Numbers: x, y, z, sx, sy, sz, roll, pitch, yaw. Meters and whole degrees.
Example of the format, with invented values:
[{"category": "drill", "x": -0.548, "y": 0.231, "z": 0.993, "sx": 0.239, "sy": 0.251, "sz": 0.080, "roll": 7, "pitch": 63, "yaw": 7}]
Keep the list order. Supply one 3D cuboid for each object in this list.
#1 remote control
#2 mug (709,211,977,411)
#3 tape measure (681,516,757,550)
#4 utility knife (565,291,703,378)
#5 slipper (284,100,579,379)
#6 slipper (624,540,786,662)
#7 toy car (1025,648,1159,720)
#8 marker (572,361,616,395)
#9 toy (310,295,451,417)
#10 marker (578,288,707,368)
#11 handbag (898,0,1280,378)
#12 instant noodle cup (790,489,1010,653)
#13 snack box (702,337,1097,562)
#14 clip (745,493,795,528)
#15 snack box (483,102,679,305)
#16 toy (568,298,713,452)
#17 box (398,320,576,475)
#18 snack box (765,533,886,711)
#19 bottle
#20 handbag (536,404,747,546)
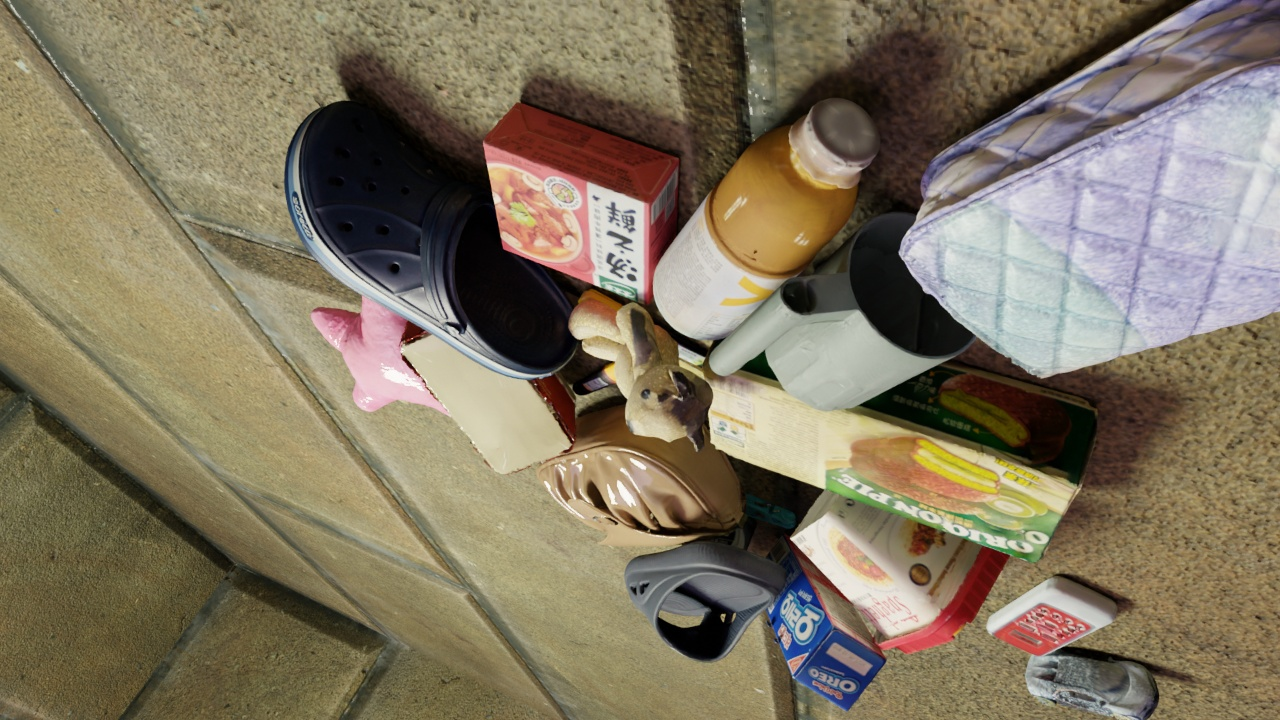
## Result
[{"category": "remote control", "x": 0.340, "y": 0.216, "z": 0.767, "sx": 0.056, "sy": 0.020, "sz": 0.136, "roll": 26, "pitch": 151, "yaw": 9}, {"category": "mug", "x": 0.109, "y": -0.021, "z": 0.510, "sx": 0.123, "sy": 0.083, "sz": 0.104, "roll": -7, "pitch": 163, "yaw": -21}, {"category": "tape measure", "x": 0.073, "y": 0.172, "z": 0.892, "sx": 0.066, "sy": 0.065, "sz": 0.034, "roll": 24, "pitch": 155, "yaw": 10}, {"category": "utility knife", "x": 0.006, "y": -0.012, "z": 0.721, "sx": 0.151, "sy": 0.018, "sz": 0.031, "roll": 25, "pitch": 157, "yaw": -1}, {"category": "slipper", "x": -0.138, "y": -0.077, "z": 0.650, "sx": 0.253, "sy": 0.104, "sz": 0.095, "roll": 43, "pitch": 148, "yaw": -22}, {"category": "slipper", "x": 0.046, "y": 0.227, "z": 0.846, "sx": 0.110, "sy": 0.083, "sz": 0.269, "roll": 21, "pitch": 156, "yaw": -8}, {"category": "toy car", "x": 0.387, "y": 0.277, "z": 0.791, "sx": 0.106, "sy": 0.048, "sz": 0.031, "roll": -1, "pitch": 142, "yaw": 42}, {"category": "marker", "x": -0.030, "y": 0.014, "z": 0.791, "sx": 0.018, "sy": 0.015, "sz": 0.124, "roll": 40, "pitch": 153, "yaw": -14}, {"category": "toy", "x": -0.212, "y": -0.013, "z": 0.854, "sx": 0.195, "sy": 0.074, "sz": 0.179, "roll": 5, "pitch": 129, "yaw": 20}, {"category": "marker", "x": 0.010, "y": -0.021, "z": 0.699, "sx": 0.124, "sy": 0.015, "sz": 0.018, "roll": 27, "pitch": 145, "yaw": -1}, {"category": "handbag", "x": 0.217, "y": -0.064, "z": 0.380, "sx": 0.134, "sy": 0.075, "sz": 0.194, "roll": 35, "pitch": 153, "yaw": -18}, {"category": "instant noodle cup", "x": 0.193, "y": 0.141, "z": 0.699, "sx": 0.124, "sy": 0.116, "sz": 0.117, "roll": 39, "pitch": 152, "yaw": 7}, {"category": "snack box", "x": 0.163, "y": 0.047, "z": 0.615, "sx": 0.240, "sy": 0.063, "sz": 0.115, "roll": 17, "pitch": 149, "yaw": 21}, {"category": "clip", "x": 0.119, "y": 0.142, "z": 0.857, "sx": 0.055, "sy": 0.013, "sz": 0.038, "roll": 15, "pitch": 149, "yaw": 24}, {"category": "snack box", "x": -0.035, "y": -0.091, "z": 0.596, "sx": 0.113, "sy": 0.044, "sz": 0.127, "roll": 22, "pitch": 151, "yaw": 14}, {"category": "toy", "x": -0.004, "y": 0.004, "z": 0.635, "sx": 0.157, "sy": 0.066, "sz": 0.105, "roll": 43, "pitch": 161, "yaw": 52}, {"category": "box", "x": -0.127, "y": 0.020, "z": 0.778, "sx": 0.091, "sy": 0.079, "sz": 0.168, "roll": -21, "pitch": 126, "yaw": 14}, {"category": "snack box", "x": 0.148, "y": 0.219, "z": 0.798, "sx": 0.058, "sy": 0.057, "sz": 0.207, "roll": 35, "pitch": -174, "yaw": -7}, {"category": "bottle", "x": 0.065, "y": -0.073, "z": 0.508, "sx": 0.068, "sy": 0.067, "sz": 0.190, "roll": 33, "pitch": 151, "yaw": -5}, {"category": "handbag", "x": -0.006, "y": 0.115, "z": 0.838, "sx": 0.148, "sy": 0.099, "sz": 0.205, "roll": 44, "pitch": 149, "yaw": -16}]
